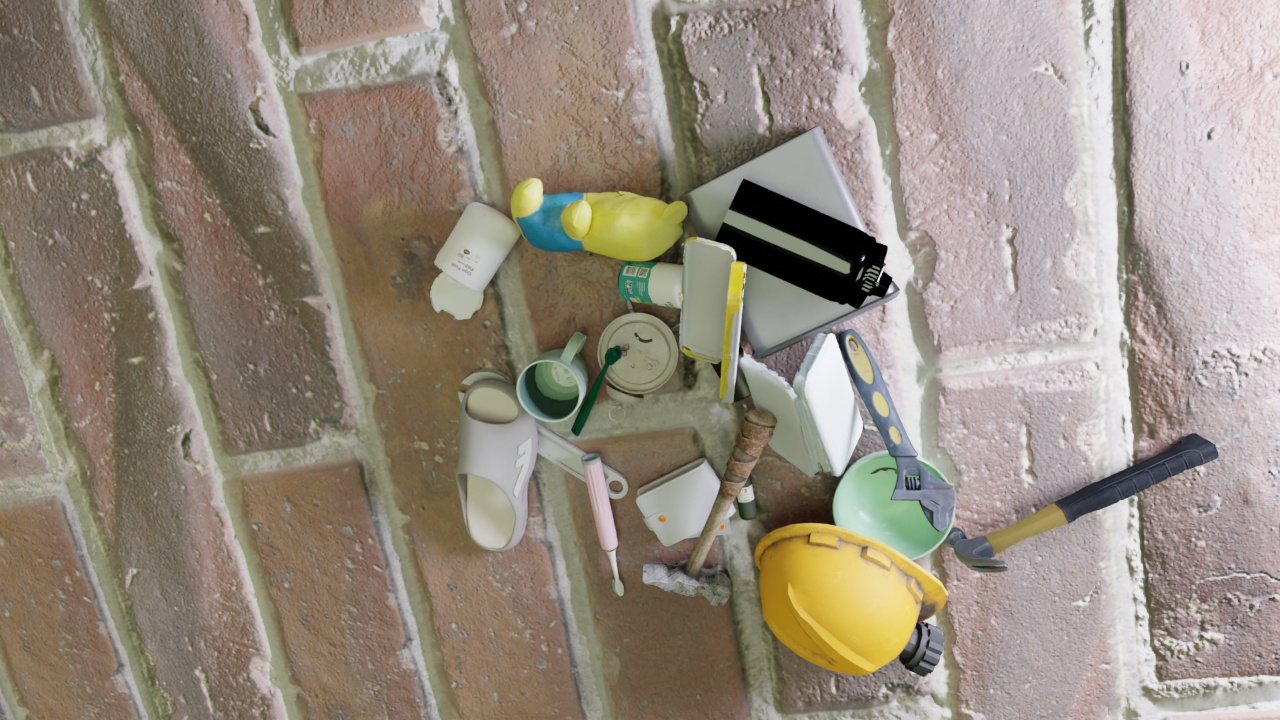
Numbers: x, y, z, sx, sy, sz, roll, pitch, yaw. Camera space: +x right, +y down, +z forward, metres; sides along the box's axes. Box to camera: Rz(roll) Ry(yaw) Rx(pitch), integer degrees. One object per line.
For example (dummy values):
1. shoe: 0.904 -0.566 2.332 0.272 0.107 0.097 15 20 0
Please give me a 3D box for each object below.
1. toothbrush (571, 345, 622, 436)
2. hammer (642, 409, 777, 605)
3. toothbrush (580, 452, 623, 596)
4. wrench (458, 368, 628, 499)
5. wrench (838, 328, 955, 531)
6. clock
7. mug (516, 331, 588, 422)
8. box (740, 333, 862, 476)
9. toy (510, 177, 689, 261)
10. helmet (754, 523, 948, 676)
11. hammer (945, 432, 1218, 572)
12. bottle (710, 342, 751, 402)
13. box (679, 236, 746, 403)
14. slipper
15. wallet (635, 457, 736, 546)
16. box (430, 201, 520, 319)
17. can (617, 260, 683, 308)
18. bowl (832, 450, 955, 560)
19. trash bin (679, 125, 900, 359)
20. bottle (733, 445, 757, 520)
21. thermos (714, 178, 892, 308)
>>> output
1. toothbrush: -0.058 0.042 1.196 0.016 0.017 0.190 47 141 17
2. hammer: 0.102 0.195 1.198 0.121 0.048 0.320 15 121 -7
3. toothbrush: -0.049 0.233 1.280 0.027 0.027 0.223 -22 112 -30
4. wrench: -0.129 0.103 1.270 0.273 0.018 0.087 31 107 -2
5. wrench: 0.312 0.083 1.137 0.073 0.022 0.273 -22 73 5
6. clock: -0.007 0.007 1.204 0.103 0.061 0.157 21 99 5
7. mug: -0.102 0.013 1.195 0.084 0.104 0.111 28 107 0
8. box: 0.188 0.054 1.147 0.127 0.106 0.215 8 145 32
9. toy: -0.051 -0.166 1.118 0.214 0.149 0.084 9 94 2
10. helmet: 0.258 0.329 1.176 0.255 0.131 0.206 25 139 -3
11. hammer: 0.554 0.180 1.153 0.333 0.117 0.025 -27 102 9
12. bottle: 0.094 -0.036 1.186 0.045 0.045 0.184 -30 92 14
13. box: 0.091 -0.046 1.072 0.057 0.210 0.117 -26 57 -16
14. slipper: -0.206 0.160 1.249 0.113 0.080 0.266 11 115 9
15. wallet: 0.066 0.207 1.259 0.118 0.037 0.115 -28 105 13
16. box: -0.223 -0.122 1.192 0.083 0.092 0.166 34 98 -6
17. can: 0.025 -0.097 1.156 0.102 0.054 0.055 10 108 31
18. bowl: 0.324 0.180 1.193 0.151 0.077 0.151 2 105 7
19. trash bin: 0.179 -0.143 1.118 0.192 0.097 0.220 -25 99 14
20. bottle: 0.138 0.165 1.243 0.025 0.025 0.106 -9 103 10
21. thermos: 0.188 -0.124 1.027 0.198 0.086 0.086 24 107 3
